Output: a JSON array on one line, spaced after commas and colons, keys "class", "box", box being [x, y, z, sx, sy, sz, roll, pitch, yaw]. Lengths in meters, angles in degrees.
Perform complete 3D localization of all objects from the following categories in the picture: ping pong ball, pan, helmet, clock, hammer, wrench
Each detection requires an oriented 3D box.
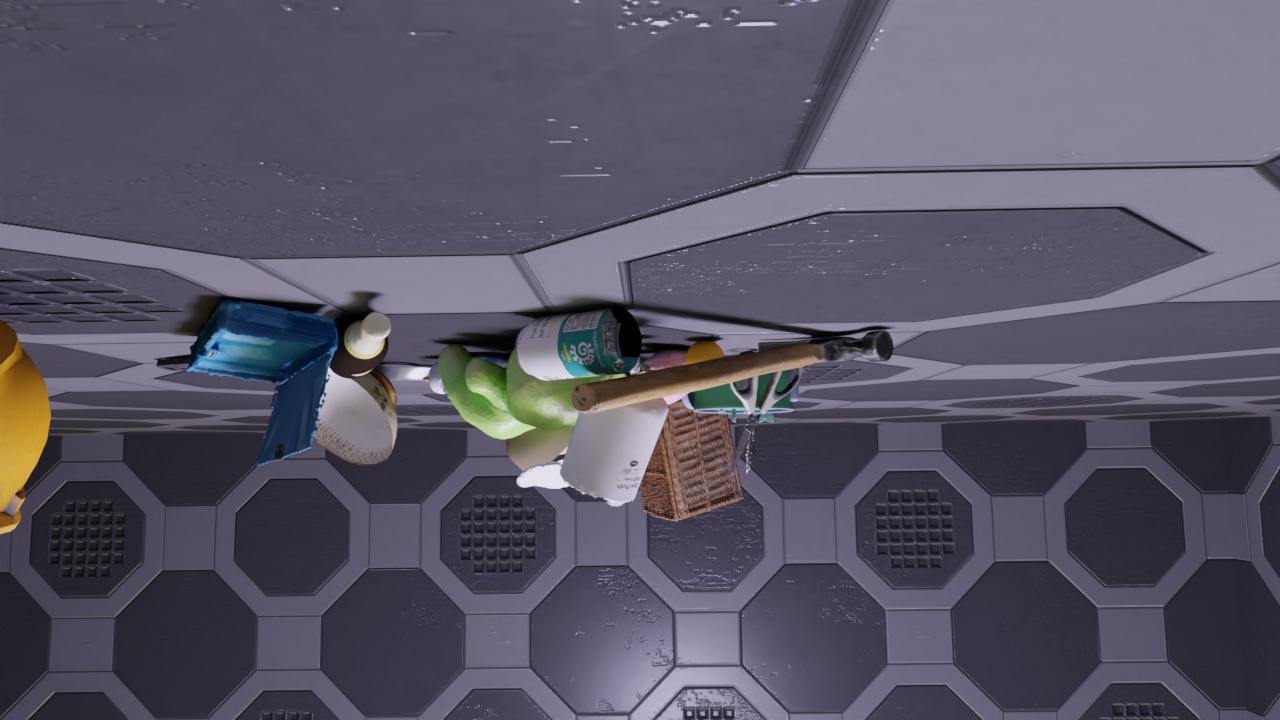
[{"class": "ping pong ball", "box": [0.066, -0.001, 0.940, 0.040, 0.040, 0.040, -1, 173, 0]}, {"class": "pan", "box": [-0.327, 0.035, 1.275, 0.216, 0.024, 0.355, 0, 173, -9]}, {"class": "helmet", "box": [-0.507, 0.018, 0.649, 0.205, 0.131, 0.256, 38, 161, -25]}, {"class": "clock", "box": [0.117, 0.041, 1.150, 0.121, 0.075, 0.162, 4, 173, -31]}, {"class": "clock", "box": [-0.193, 0.021, 1.069, 0.126, 0.052, 0.088, -2, 175, 34]}, {"class": "hammer", "box": [0.078, 0.009, 0.826, 0.329, 0.033, 0.132, -10, -175, -40]}, {"class": "wrench", "box": [-0.436, 0.000, 0.987, 0.274, 0.018, 0.073, -3, 164, 32]}]

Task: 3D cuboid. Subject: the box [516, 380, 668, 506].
[{"class": "box", "box": [-0.048, 0.081, 0.860, 0.084, 0.147, 0.136, 12, -170, -46]}]

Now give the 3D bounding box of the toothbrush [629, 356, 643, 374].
[{"class": "toothbrush", "box": [-0.006, 0.006, 1.022, 0.024, 0.022, 0.185, 28, 172, 9]}]

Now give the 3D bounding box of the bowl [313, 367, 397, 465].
[{"class": "bowl", "box": [-0.340, 0.050, 1.101, 0.145, 0.145, 0.063, -5, -150, 31]}]

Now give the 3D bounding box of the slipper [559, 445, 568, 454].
[{"class": "slipper", "box": [-0.096, 0.092, 1.215, 0.111, 0.079, 0.261, 0, 154, 45]}]

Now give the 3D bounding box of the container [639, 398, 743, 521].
[{"class": "container", "box": [0.059, 0.121, 1.306, 0.112, 0.198, 0.114, -11, -177, -23]}]

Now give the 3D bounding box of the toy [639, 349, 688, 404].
[{"class": "toy", "box": [0.041, 0.014, 1.013, 0.095, 0.052, 0.099, -19, 158, -13]}]

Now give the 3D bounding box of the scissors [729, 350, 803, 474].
[{"class": "scissors", "box": [0.127, 0.056, 1.058, 0.150, 0.165, 0.012, 40, -172, -33]}]

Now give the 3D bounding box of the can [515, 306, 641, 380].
[{"class": "can", "box": [-0.052, -0.013, 0.764, 0.102, 0.055, 0.054, -5, 172, 35]}]

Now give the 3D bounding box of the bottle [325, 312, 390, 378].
[{"class": "bottle", "box": [-0.230, -0.016, 0.760, 0.045, 0.045, 0.185, 2, 173, -23]}]

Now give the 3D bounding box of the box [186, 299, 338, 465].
[{"class": "box", "box": [-0.338, 0.028, 0.789, 0.094, 0.112, 0.232, 14, 165, -30]}]

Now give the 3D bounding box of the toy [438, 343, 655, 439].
[{"class": "toy", "box": [-0.100, 0.028, 0.922, 0.197, 0.107, 0.150, 0, 162, 38]}]

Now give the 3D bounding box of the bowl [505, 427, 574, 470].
[{"class": "bowl", "box": [-0.107, 0.053, 1.055, 0.050, 0.152, 0.153, 40, 158, -18]}]

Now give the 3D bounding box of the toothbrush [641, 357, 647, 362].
[{"class": "toothbrush", "box": [-0.015, 0.001, 1.067, 0.167, 0.012, 0.013, 5, 163, -42]}]
